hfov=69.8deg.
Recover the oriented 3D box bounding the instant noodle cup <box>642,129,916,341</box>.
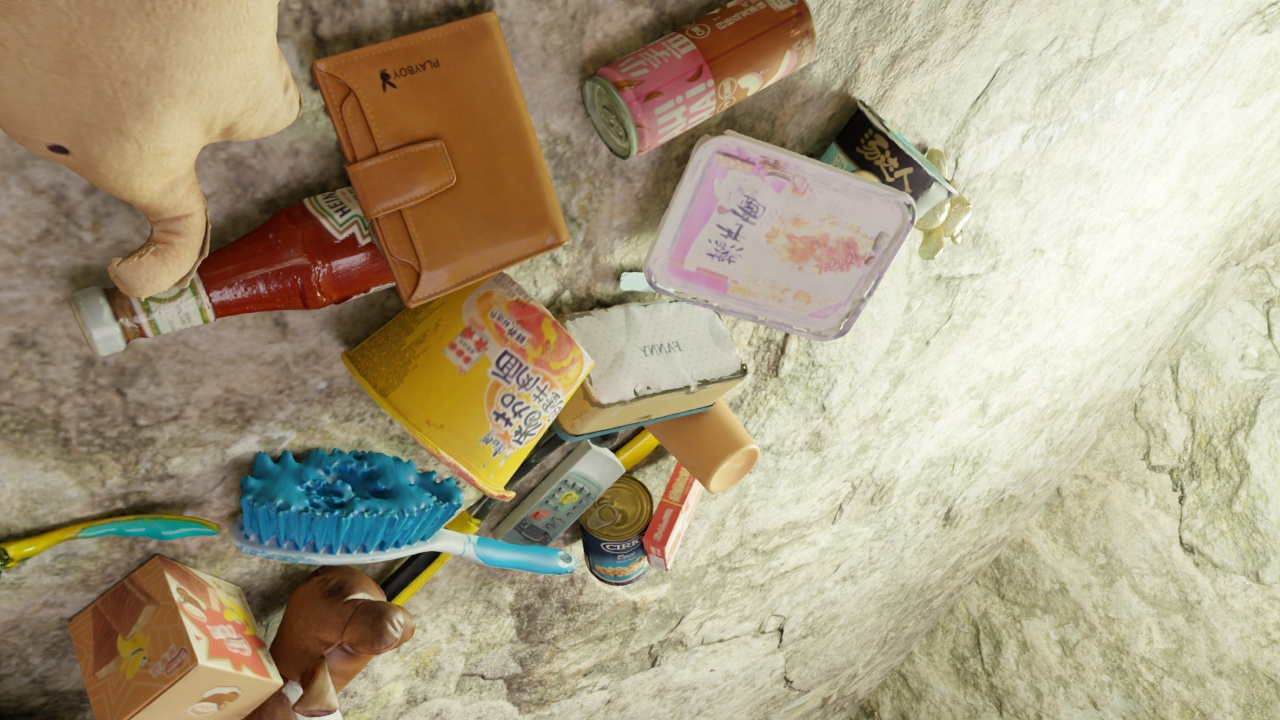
[{"bbox_3d":[0.099,-0.098,0.688,0.173,0.060,0.138,17,125,-12],"label":"instant noodle cup"}]

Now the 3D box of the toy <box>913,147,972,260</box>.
[{"bbox_3d":[0.259,-0.147,0.866,0.157,0.066,0.105,1,88,-43],"label":"toy"}]

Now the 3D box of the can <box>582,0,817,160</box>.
[{"bbox_3d":[0.039,-0.183,0.578,0.147,0.058,0.058,-32,148,-15],"label":"can"}]

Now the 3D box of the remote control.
[{"bbox_3d":[-0.077,0.134,0.873,0.135,0.019,0.056,-44,132,7],"label":"remote control"}]

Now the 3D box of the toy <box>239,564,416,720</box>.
[{"bbox_3d":[-0.265,0.262,0.718,0.199,0.130,0.140,-44,172,-16],"label":"toy"}]

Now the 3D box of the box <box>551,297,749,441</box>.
[{"bbox_3d":[-0.004,0.004,0.727,0.183,0.089,0.062,-8,156,-37],"label":"box"}]

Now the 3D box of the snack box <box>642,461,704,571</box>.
[{"bbox_3d":[0.045,0.132,0.931,0.075,0.025,0.152,84,29,-60],"label":"snack box"}]

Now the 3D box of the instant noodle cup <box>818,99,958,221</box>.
[{"bbox_3d":[0.179,-0.131,0.757,0.121,0.111,0.111,-47,149,22],"label":"instant noodle cup"}]

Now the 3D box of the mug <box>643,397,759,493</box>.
[{"bbox_3d":[0.046,0.056,0.822,0.078,0.122,0.078,-27,147,-20],"label":"mug"}]

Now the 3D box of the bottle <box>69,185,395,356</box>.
[{"bbox_3d":[-0.191,-0.053,0.496,0.205,0.060,0.060,-23,144,-26],"label":"bottle"}]

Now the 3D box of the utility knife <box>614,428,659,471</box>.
[{"bbox_3d":[0.027,0.061,0.909,0.164,0.015,0.033,-39,148,-3],"label":"utility knife"}]

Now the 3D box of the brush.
[{"bbox_3d":[-0.160,0.131,0.718,0.314,0.060,0.110,9,131,-35],"label":"brush"}]

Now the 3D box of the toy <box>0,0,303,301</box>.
[{"bbox_3d":[-0.200,-0.128,0.371,0.143,0.082,0.226,13,123,-41],"label":"toy"}]

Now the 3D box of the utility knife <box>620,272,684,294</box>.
[{"bbox_3d":[0.065,-0.066,0.789,0.236,0.018,0.034,-3,134,-47],"label":"utility knife"}]

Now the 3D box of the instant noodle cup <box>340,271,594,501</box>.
[{"bbox_3d":[-0.104,0.005,0.597,0.109,0.138,0.138,-46,149,-6],"label":"instant noodle cup"}]

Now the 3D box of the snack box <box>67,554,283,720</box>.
[{"bbox_3d":[-0.322,0.205,0.640,0.077,0.094,0.093,-38,148,-5],"label":"snack box"}]

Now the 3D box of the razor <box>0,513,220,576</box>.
[{"bbox_3d":[-0.334,0.113,0.575,0.132,0.028,0.043,-6,158,-39],"label":"razor"}]

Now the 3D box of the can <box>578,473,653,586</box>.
[{"bbox_3d":[-0.024,0.176,0.941,0.075,0.075,0.111,-28,147,-19],"label":"can"}]

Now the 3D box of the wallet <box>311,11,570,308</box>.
[{"bbox_3d":[-0.102,-0.106,0.487,0.107,0.031,0.132,-26,111,-27],"label":"wallet"}]

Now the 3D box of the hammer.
[{"bbox_3d":[-0.162,0.148,0.802,0.323,0.032,0.126,-44,148,6],"label":"hammer"}]
